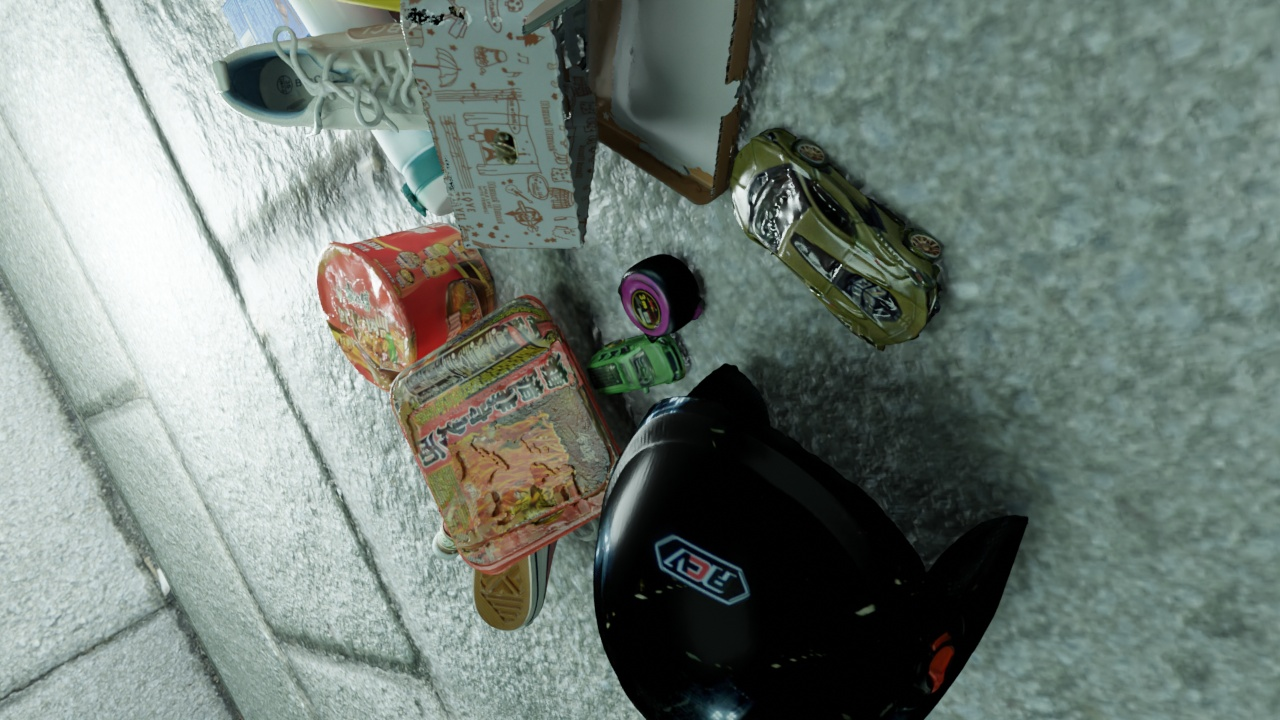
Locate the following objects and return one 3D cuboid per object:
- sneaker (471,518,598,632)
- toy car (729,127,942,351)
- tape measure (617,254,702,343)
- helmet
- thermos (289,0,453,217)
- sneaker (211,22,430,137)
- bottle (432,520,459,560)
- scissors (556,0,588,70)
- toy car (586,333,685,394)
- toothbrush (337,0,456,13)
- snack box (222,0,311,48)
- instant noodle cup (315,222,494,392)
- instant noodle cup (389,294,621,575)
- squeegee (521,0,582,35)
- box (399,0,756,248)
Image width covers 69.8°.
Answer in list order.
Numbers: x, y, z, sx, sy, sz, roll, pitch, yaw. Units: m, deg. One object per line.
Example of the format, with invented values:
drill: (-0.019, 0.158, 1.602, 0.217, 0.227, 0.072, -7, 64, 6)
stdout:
sneaker: (-0.103, 0.124, 0.847, 0.118, 0.087, 0.241, 6, 97, 18)
toy car: (0.110, -0.073, 0.545, 0.158, 0.042, 0.070, 45, 138, 19)
tape measure: (0.015, -0.047, 0.659, 0.057, 0.039, 0.058, 56, 145, 3)
helmet: (0.080, 0.134, 0.559, 0.234, 0.230, 0.274, 27, 169, 33)
thermos: (-0.208, -0.224, 0.753, 0.073, 0.073, 0.224, -33, 89, 50)
sneaker: (-0.198, -0.209, 0.671, 0.242, 0.090, 0.089, 2, 100, 14)
bottle: (-0.184, 0.155, 0.973, 0.060, 0.059, 0.207, 47, 139, 13)
scissors: (-0.035, -0.242, 0.584, 0.175, 0.014, 0.160, 19, 146, 11)
toy car: (-0.004, 0.004, 0.714, 0.091, 0.036, 0.043, -16, 101, 45)
toothbrush: (-0.198, -0.270, 0.679, 0.190, 0.015, 0.016, 16, 157, 24)
snack box: (-0.337, -0.325, 0.855, 0.157, 0.026, 0.084, -13, 104, 49)
instant noodle cup: (-0.207, -0.058, 0.825, 0.138, 0.108, 0.138, 25, 130, 33)
instant noodle cup: (-0.100, 0.062, 0.755, 0.165, 0.079, 0.188, -30, 78, 16)
squeegee: (0.010, -0.299, 0.466, 0.249, 0.248, 0.040, 63, -172, 26)
box: (-0.020, -0.170, 0.545, 0.181, 0.153, 0.183, 3, 144, 5)
